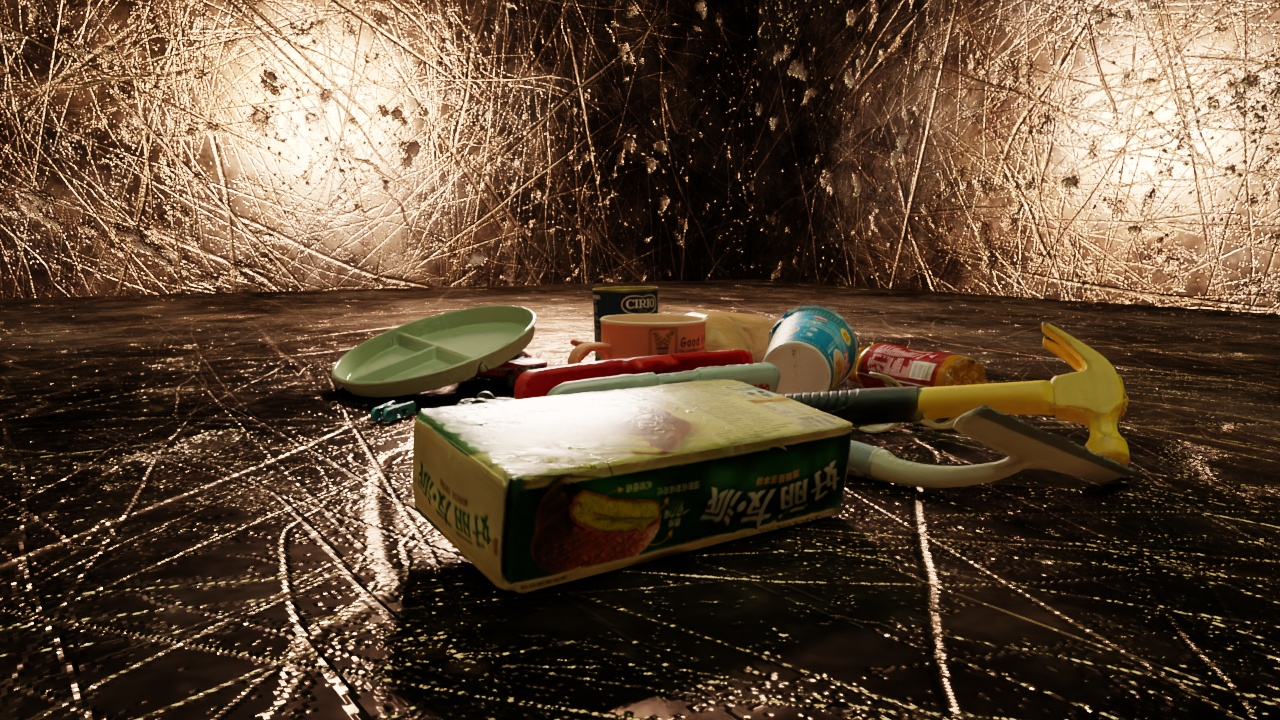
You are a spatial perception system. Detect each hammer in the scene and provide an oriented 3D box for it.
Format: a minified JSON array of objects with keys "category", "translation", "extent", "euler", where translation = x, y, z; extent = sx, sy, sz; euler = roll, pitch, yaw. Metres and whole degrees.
[{"category":"hammer","translation":[0.228,0.035,0.750],"extent":[0.301,0.033,0.128],"euler":[-5,49,21]}]

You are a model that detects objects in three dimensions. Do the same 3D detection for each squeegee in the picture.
[{"category":"squeegee","translation":[0.174,0.067,0.643],"extent":[0.247,0.039,0.246],"euler":[1,-12,45]}]

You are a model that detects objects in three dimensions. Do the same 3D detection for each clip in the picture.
[{"category":"clip","translation":[-0.229,0.047,0.845],"extent":[0.041,0.014,0.056],"euler":[2,6,13]},{"category":"clip","translation":[0.243,0.046,0.822],"extent":[0.098,0.064,0.034],"euler":[5,7,-26]}]

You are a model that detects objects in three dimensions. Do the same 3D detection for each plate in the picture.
[{"category":"plate","translation":[-0.224,-0.011,1.015],"extent":[0.230,0.027,0.230],"euler":[-11,20,4]}]

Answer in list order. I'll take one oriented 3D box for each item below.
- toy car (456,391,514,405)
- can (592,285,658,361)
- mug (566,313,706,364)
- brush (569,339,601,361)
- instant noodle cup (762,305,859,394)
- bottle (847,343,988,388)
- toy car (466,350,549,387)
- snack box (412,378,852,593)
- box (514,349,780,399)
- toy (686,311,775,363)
[{"category":"toy car","translation":[-0.109,0.046,0.775],"extent":[0.090,0.035,0.042],"euler":[1,9,-2]},{"category":"can","translation":[-0.016,-0.028,1.056],"extent":[0.075,0.111,0.075],"euler":[-1,7,0]},{"category":"mug","translation":[-0.004,0.019,0.719],"extent":[0.114,0.106,0.082],"euler":[-4,9,-30]},{"category":"brush","translation":[-0.006,0.006,0.956],"extent":[0.145,0.069,0.063],"euler":[-2,7,-16]},{"category":"instant noodle cup","translation":[0.168,0.002,0.948],"extent":[0.099,0.099,0.109],"euler":[4,17,20]},{"category":"bottle","translation":[0.277,0.014,0.956],"extent":[0.057,0.057,0.175],"euler":[-3,9,-24]},{"category":"toy car","translation":[-0.158,0.004,1.051],"extent":[0.121,0.045,0.052],"euler":[9,13,35]},{"category":"snack box","translation":[0.001,0.060,0.533],"extent":[0.239,0.063,0.114],"euler":[-5,17,-36]},{"category":"box","translation":[0.013,0.042,0.639],"extent":[0.200,0.090,0.068],"euler":[-6,9,-35]},{"category":"toy","translation":[0.129,-0.015,1.102],"extent":[0.225,0.083,0.143],"euler":[-5,31,-42]}]
